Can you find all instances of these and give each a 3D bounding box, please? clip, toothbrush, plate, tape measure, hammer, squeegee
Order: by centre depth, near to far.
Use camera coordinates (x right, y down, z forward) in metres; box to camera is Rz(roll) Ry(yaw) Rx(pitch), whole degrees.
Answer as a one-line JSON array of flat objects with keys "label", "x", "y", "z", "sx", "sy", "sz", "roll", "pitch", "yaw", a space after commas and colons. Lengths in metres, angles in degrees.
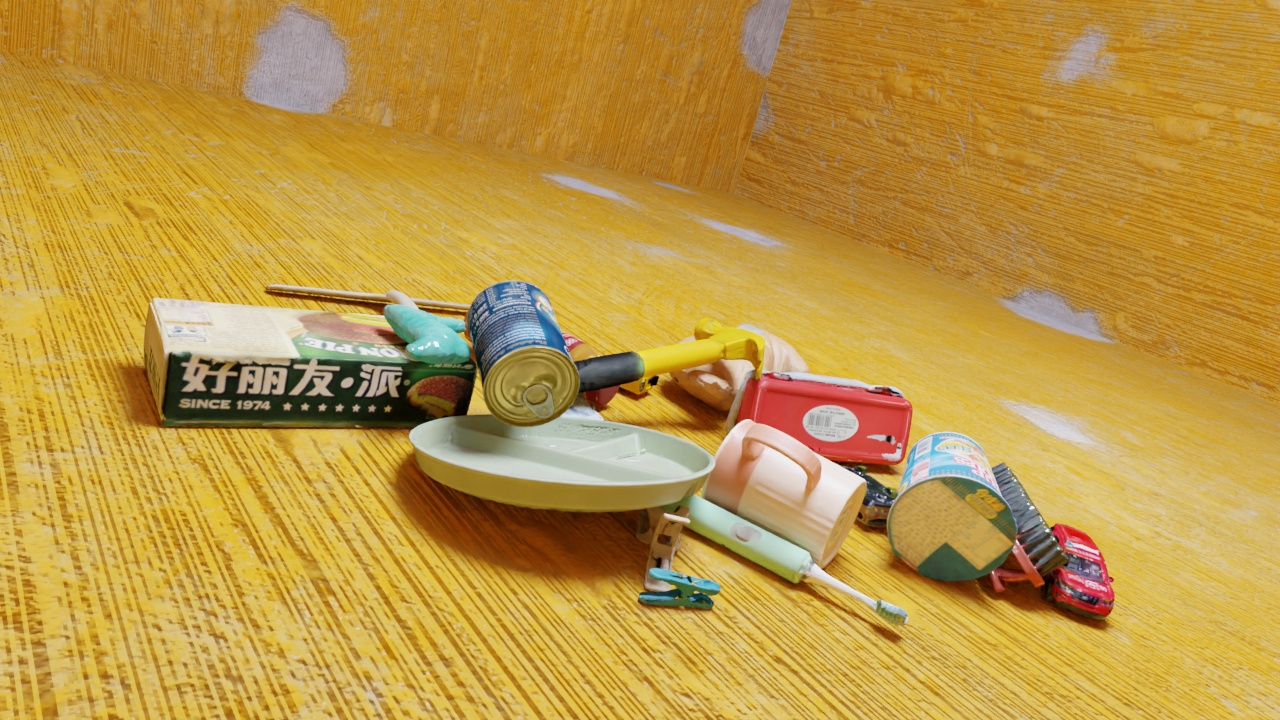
[{"label": "clip", "x": 0.027, "y": 0.152, "z": 0.608, "sx": 0.056, "sy": 0.041, "sz": 0.014, "roll": 12, "pitch": 19, "yaw": -23}, {"label": "clip", "x": 0.017, "y": 0.128, "z": 0.659, "sx": 0.034, "sy": 0.064, "sz": 0.098, "roll": 15, "pitch": 9, "yaw": -5}, {"label": "toothbrush", "x": 0.094, "y": 0.143, "z": 0.691, "sx": 0.225, "sy": 0.026, "sz": 0.027, "roll": 24, "pitch": -24, "yaw": 25}, {"label": "plate", "x": -0.059, "y": 0.074, "z": 0.696, "sx": 0.230, "sy": 0.027, "sz": 0.230, "roll": 5, "pitch": 6, "yaw": -1}, {"label": "hammer", "x": -0.005, "y": 0.005, "z": 0.865, "sx": 0.300, "sy": 0.033, "sz": 0.129, "roll": -11, "pitch": 20, "yaw": -32}, {"label": "squeegee", "x": -0.240, "y": -0.039, "z": 0.954, "sx": 0.246, "sy": 0.039, "sz": 0.246, "roll": 5, "pitch": 20, "yaw": -32}, {"label": "tape measure", "x": -0.012, "y": 0.017, "z": 0.998, "sx": 0.060, "sy": 0.029, "sz": 0.057, "roll": 22, "pitch": 19, "yaw": 22}]

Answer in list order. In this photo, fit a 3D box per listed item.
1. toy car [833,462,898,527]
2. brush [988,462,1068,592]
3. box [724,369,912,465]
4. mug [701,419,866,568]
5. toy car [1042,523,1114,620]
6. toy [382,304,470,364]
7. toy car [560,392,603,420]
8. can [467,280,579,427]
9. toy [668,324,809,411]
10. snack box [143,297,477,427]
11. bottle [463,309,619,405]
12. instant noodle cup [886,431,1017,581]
[{"label": "toy car", "x": 0.199, "y": 0.120, "z": 0.843, "sx": 0.042, "sy": 0.035, "sz": 0.090, "roll": 10, "pitch": 15, "yaw": -23}, {"label": "brush", "x": 0.318, "y": 0.151, "z": 0.801, "sx": 0.063, "sy": 0.069, "sz": 0.145, "roll": 54, "pitch": 16, "yaw": -11}, {"label": "box", "x": 0.185, "y": 0.056, "z": 0.952, "sx": 0.201, "sy": 0.090, "sz": 0.068, "roll": 8, "pitch": 2, "yaw": -23}, {"label": "mug", "x": 0.113, "y": 0.096, "z": 0.718, "sx": 0.106, "sy": 0.115, "sz": 0.081, "roll": 26, "pitch": 58, "yaw": 25}, {"label": "toy car", "x": 0.375, "y": 0.180, "z": 0.796, "sx": 0.053, "sy": 0.045, "sz": 0.120, "roll": 17, "pitch": 19, "yaw": 9}, {"label": "toy", "x": -0.173, "y": -0.023, "z": 0.760, "sx": 0.092, "sy": 0.030, "sz": 0.096, "roll": 35, "pitch": 19, "yaw": 36}, {"label": "toy car", "x": -0.070, "y": 0.044, "z": 0.854, "sx": 0.048, "sy": 0.031, "sz": 0.105, "roll": 3, "pitch": 23, "yaw": -31}, {"label": "can", "x": -0.098, "y": -0.009, "z": 0.747, "sx": 0.075, "sy": 0.075, "sz": 0.111, "roll": 8, "pitch": 30, "yaw": -24}, {"label": "toy", "x": 0.092, "y": 0.013, "z": 1.019, "sx": 0.144, "sy": 0.082, "sz": 0.225, "roll": 12, "pitch": 15, "yaw": 32}, {"label": "snack box", "x": -0.266, "y": 0.004, "z": 0.749, "sx": 0.239, "sy": 0.063, "sz": 0.114, "roll": 3, "pitch": 21, "yaw": -36}, {"label": "bottle", "x": -0.100, "y": -0.009, "z": 0.942, "sx": 0.175, "sy": 0.057, "sz": 0.057, "roll": 28, "pitch": 20, "yaw": 23}, {"label": "instant noodle cup", "x": 0.259, "y": 0.114, "z": 0.775, "sx": 0.099, "sy": 0.099, "sz": 0.109, "roll": 18, "pitch": 27, "yaw": 9}]
